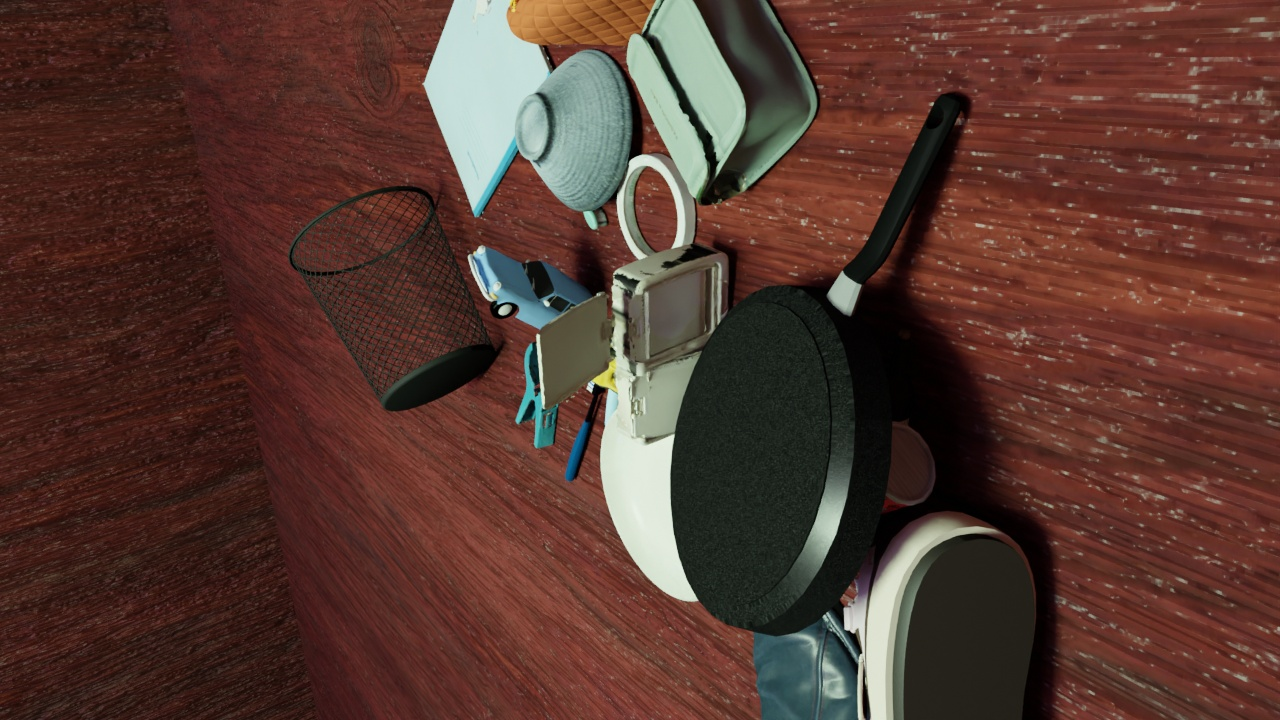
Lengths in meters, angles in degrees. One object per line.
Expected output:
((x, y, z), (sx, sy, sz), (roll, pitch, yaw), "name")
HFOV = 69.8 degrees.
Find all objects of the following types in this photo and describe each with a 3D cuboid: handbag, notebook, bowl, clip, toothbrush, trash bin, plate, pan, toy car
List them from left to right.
((-0.283, -0.065, 1.086), (0.210, 0.183, 0.185), (60, 146, 10), "trash bin")
((-0.164, -0.287, 0.949), (0.254, 0.009, 0.181), (-41, 69, 56), "notebook")
((-0.116, 0.023, 1.001), (0.120, 0.030, 0.131), (57, 144, 16), "clip")
((-0.092, -0.059, 0.834), (0.055, 0.153, 0.056), (-39, 56, 17), "toy car")
((-0.069, -0.196, 0.779), (0.137, 0.057, 0.137), (9, 102, 52), "bowl")
((-0.063, -0.177, 0.841), (0.135, 0.017, 0.022), (65, 147, 18), "toothbrush")
((-0.059, 0.072, 0.945), (0.014, 0.014, 0.168), (43, 139, 22), "toothbrush")
((-0.022, 0.006, 0.858), (0.022, 0.016, 0.155), (-96, 11, -58), "toothbrush")
((-0.011, -0.274, 0.628), (0.172, 0.108, 0.060), (-8, 97, 58), "handbag")
((0.027, 0.121, 0.816), (0.182, 0.034, 0.182), (30, 128, 48), "plate")
((0.047, -0.183, 0.620), (0.121, 0.067, 0.106), (65, 148, 14), "handbag")
((0.100, 0.004, 0.569), (0.225, 0.034, 0.357), (-118, 44, -56), "pan")

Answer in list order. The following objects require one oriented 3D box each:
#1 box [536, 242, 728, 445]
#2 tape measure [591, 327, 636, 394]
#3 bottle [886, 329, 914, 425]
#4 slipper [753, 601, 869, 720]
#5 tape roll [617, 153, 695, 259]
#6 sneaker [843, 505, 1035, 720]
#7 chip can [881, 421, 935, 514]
((-0.004, 0.004, 0.674), (0.044, 0.183, 0.144), (28, 131, 43), "box")
((-0.005, 0.001, 0.778), (0.072, 0.071, 0.042), (29, 128, 20), "tape measure")
((0.159, 0.029, 0.582), (0.025, 0.025, 0.106), (34, 131, 46), "bottle")
((0.131, 0.282, 0.684), (0.109, 0.083, 0.265), (-50, 57, 55), "slipper")
((0.012, -0.122, 0.751), (0.093, 0.013, 0.093), (29, 127, 48), "tape roll")
((0.178, 0.228, 0.590), (0.116, 0.111, 0.294), (-140, 39, -73), "sneaker")
((0.105, 0.096, 0.621), (0.215, 0.051, 0.051), (-38, 71, 56), "chip can")
